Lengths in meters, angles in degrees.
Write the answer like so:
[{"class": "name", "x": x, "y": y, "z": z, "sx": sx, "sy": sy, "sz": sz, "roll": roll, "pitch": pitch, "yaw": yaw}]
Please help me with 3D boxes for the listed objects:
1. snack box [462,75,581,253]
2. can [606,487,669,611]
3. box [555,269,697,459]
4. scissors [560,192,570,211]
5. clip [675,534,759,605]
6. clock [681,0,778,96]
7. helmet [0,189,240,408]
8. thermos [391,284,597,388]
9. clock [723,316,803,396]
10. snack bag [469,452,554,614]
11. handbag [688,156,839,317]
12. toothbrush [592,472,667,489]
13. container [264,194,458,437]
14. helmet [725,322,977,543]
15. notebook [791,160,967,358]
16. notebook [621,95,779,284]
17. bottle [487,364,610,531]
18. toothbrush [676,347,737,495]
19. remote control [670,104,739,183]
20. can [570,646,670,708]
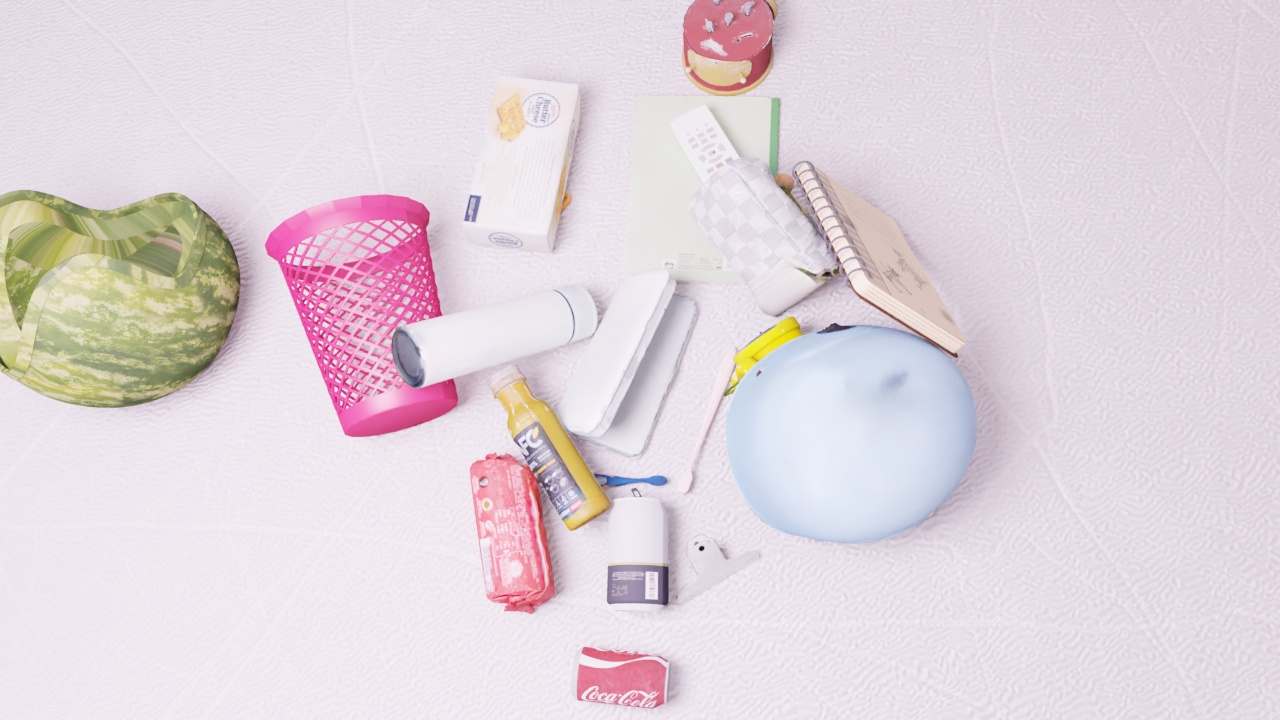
[{"class": "snack box", "x": -0.140, "y": -0.237, "z": 1.108, "sx": 0.104, "sy": 0.057, "sz": 0.207, "roll": 8, "pitch": 73, "yaw": 5}, {"class": "can", "x": -0.002, "y": 0.199, "z": 0.968, "sx": 0.064, "sy": 0.064, "sz": 0.127, "roll": -1, "pitch": 73, "yaw": 5}, {"class": "box", "x": -0.004, "y": 0.008, "z": 1.047, "sx": 0.108, "sy": 0.110, "sz": 0.216, "roll": 6, "pitch": 65, "yaw": 52}, {"class": "scissors", "x": -0.146, "y": -0.217, "z": 1.139, "sx": 0.125, "sy": 0.011, "sz": 0.128, "roll": 5, "pitch": 72, "yaw": 6}, {"class": "clip", "x": 0.071, "y": 0.213, "z": 0.977, "sx": 0.101, "sy": 0.038, "sz": 0.054, "roll": -30, "pitch": 85, "yaw": -5}, {"class": "clock", "x": 0.112, "y": -0.416, "z": 1.139, "sx": 0.117, "sy": 0.081, "sz": 0.158, "roll": 14, "pitch": 75, "yaw": 9}, {"class": "helmet", "x": -0.574, "y": -0.064, "z": 1.014, "sx": 0.213, "sy": 0.246, "sz": 0.244, "roll": 32, "pitch": 118, "yaw": 29}, {"class": "thermos", "x": -0.151, "y": -0.030, "z": 0.989, "sx": 0.229, "sy": 0.068, "sz": 0.068, "roll": -20, "pitch": 67, "yaw": -40}, {"class": "clock", "x": 0.138, "y": 0.001, "z": 1.008, "sx": 0.118, "sy": 0.083, "sz": 0.057, "roll": -33, "pitch": 79, "yaw": -7}, {"class": "snack bag", "x": -0.136, "y": 0.180, "z": 0.978, "sx": 0.082, "sy": 0.082, "sz": 0.176, "roll": -12, "pitch": 73, "yaw": 1}, {"class": "handbag", "x": 0.146, "y": -0.150, "z": 1.026, "sx": 0.123, "sy": 0.113, "sz": 0.171, "roll": -39, "pitch": 90, "yaw": -35}, {"class": "toothbrush", "x": -0.036, "y": 0.134, "z": 1.019, "sx": 0.135, "sy": 0.017, "sz": 0.021, "roll": -1, "pitch": 69, "yaw": 8}, {"class": "container", "x": -0.295, "y": -0.041, "z": 1.023, "sx": 0.183, "sy": 0.183, "sz": 0.225, "roll": -18, "pitch": 79, "yaw": -1}, {"class": "helmet", "x": 0.230, "y": 0.074, "z": 0.917, "sx": 0.265, "sy": 0.167, "sz": 0.225, "roll": -23, "pitch": 97, "yaw": -19}, {"class": "notebook", "x": 0.245, "y": -0.113, "z": 0.958, "sx": 0.024, "sy": 0.167, "sz": 0.225, "roll": -46, "pitch": 34, "yaw": 28}, {"class": "notebook", "x": 0.076, "y": -0.211, "z": 1.117, "sx": 0.182, "sy": 0.010, "sz": 0.252, "roll": 2, "pitch": 73, "yaw": 6}, {"class": "bottle", "x": -0.101, "y": 0.090, "z": 0.980, "sx": 0.053, "sy": 0.053, "sz": 0.186, "roll": -32, "pitch": 79, "yaw": -5}, {"class": "toothbrush", "x": 0.076, "y": 0.066, "z": 1.029, "sx": 0.016, "sy": 0.018, "sz": 0.181, "roll": 19, "pitch": 73, "yaw": 9}, {"class": "remote control", "x": 0.089, "y": -0.242, "z": 1.105, "sx": 0.049, "sy": 0.024, "sz": 0.143, "roll": -29, "pitch": 72, "yaw": 0}, {"class": "can", "x": -0.019, "y": 0.324, "z": 0.937, "sx": 0.096, "sy": 0.054, "sz": 0.054, "roll": 4, "pitch": 73, "yaw": 6}]
